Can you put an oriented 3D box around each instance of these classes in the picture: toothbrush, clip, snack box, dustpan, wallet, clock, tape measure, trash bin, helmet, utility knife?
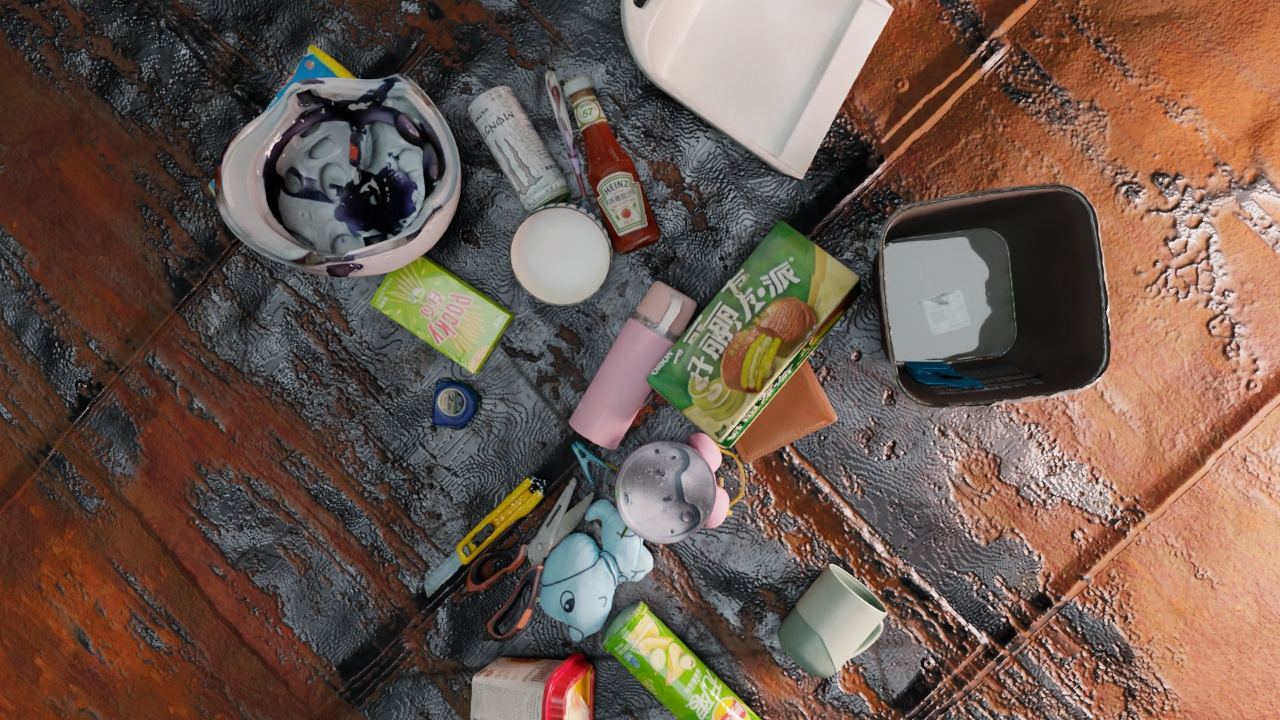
[{"bbox_3d":[-0.083,-0.251,1.081,0.016,0.017,0.187,-15,93,7],"label":"toothbrush"},{"bbox_3d":[-0.063,0.120,1.107,0.034,0.013,0.055,-43,88,7],"label":"clip"},{"bbox_3d":[0.127,-0.027,1.023,0.114,0.063,0.240,42,93,21],"label":"snack box"},{"bbox_3d":[0.113,-0.358,0.989,0.258,0.142,0.223,28,97,6],"label":"dustpan"},{"bbox_3d":[-0.240,-0.062,1.110,0.156,0.026,0.086,34,98,3],"label":"snack box"},{"bbox_3d":[0.152,0.052,1.068,0.125,0.032,0.101,-26,93,9],"label":"wallet"},{"bbox_3d":[0.044,0.146,1.064,0.158,0.060,0.117,-11,89,-4],"label":"clock"},{"bbox_3d":[-0.226,0.054,1.117,0.054,0.025,0.058,7,99,5],"label":"tape measure"},{"bbox_3d":[0.335,-0.062,0.941,0.199,0.219,0.198,-7,92,7],"label":"trash bin"},{"bbox_3d":[-0.326,-0.192,1.045,0.258,0.146,0.229,-19,76,-3],"label":"helmet"},{"bbox_3d":[-0.192,0.217,1.129,0.218,0.015,0.033,-44,85,8],"label":"utility knife"}]

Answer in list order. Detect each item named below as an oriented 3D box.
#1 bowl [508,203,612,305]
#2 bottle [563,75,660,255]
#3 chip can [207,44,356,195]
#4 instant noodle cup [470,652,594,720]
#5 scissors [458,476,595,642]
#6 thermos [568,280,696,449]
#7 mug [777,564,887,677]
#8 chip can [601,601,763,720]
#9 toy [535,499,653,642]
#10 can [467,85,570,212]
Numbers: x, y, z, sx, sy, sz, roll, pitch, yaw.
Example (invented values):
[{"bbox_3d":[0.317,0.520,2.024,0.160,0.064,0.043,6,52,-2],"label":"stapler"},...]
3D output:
[{"bbox_3d":[-0.089,-0.128,1.060,0.116,0.066,0.116,1,112,3],"label":"bowl"},{"bbox_3d":[-0.037,-0.226,1.056,0.060,0.059,0.206,-21,91,8],"label":"bottle"},{"bbox_3d":[-0.425,-0.270,1.096,0.071,0.071,0.210,41,98,3],"label":"chip can"},{"bbox_3d":[-0.130,0.409,1.092,0.124,0.116,0.116,4,94,18],"label":"instant noodle cup"},{"bbox_3d":[-0.139,0.236,1.105,0.214,0.015,0.197,-10,71,26],"label":"scissors"},{"bbox_3d":[-0.006,0.006,1.056,0.067,0.087,0.199,31,98,-9],"label":"thermos"},{"bbox_3d":[0.226,0.307,1.056,0.111,0.082,0.106,33,98,-28],"label":"mug"},{"bbox_3d":[0.051,0.381,1.081,0.221,0.072,0.072,44,98,3],"label":"chip can"},{"bbox_3d":[-0.060,0.251,1.098,0.156,0.050,0.161,-11,80,11],"label":"toy"},{"bbox_3d":[-0.141,-0.244,1.069,0.058,0.058,0.146,-31,90,8],"label":"can"}]
